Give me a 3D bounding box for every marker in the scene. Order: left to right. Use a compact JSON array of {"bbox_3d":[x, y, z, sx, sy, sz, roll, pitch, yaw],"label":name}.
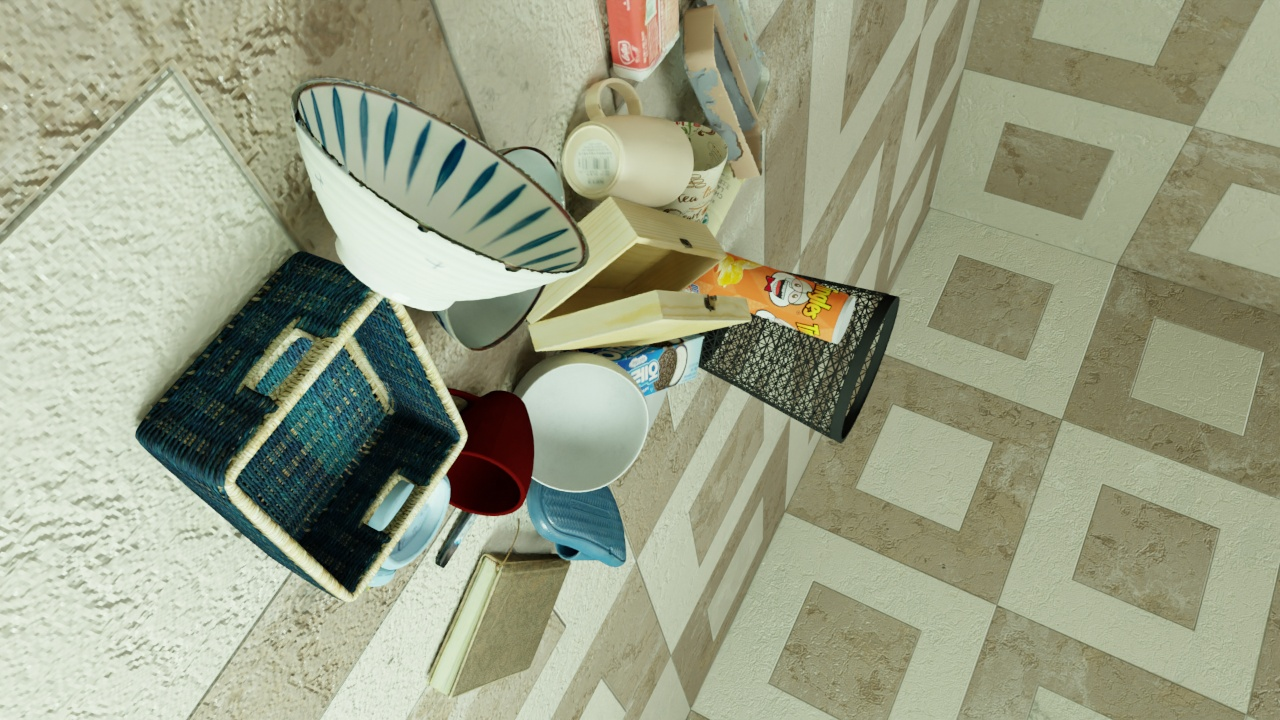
[{"bbox_3d":[-0.156,0.138,0.860,0.122,0.015,0.018,-60,156,-15],"label":"marker"}]

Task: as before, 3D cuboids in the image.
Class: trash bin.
[{"bbox_3d":[0.210,-0.029,1.306,0.216,0.243,0.217,-53,156,-37],"label":"trash bin"}]

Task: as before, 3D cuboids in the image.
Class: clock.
[{"bbox_3d":[-0.193,0.121,0.685,0.124,0.052,0.089,-58,160,-23],"label":"clock"}]

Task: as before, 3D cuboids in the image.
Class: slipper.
[{"bbox_3d":[-0.074,0.176,1.036,0.213,0.059,0.103,40,38,-57],"label":"slipper"}]

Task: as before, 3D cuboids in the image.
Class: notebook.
[{"bbox_3d":[-0.140,0.264,1.009,0.190,0.034,0.215,-67,161,-3],"label":"notebook"}]

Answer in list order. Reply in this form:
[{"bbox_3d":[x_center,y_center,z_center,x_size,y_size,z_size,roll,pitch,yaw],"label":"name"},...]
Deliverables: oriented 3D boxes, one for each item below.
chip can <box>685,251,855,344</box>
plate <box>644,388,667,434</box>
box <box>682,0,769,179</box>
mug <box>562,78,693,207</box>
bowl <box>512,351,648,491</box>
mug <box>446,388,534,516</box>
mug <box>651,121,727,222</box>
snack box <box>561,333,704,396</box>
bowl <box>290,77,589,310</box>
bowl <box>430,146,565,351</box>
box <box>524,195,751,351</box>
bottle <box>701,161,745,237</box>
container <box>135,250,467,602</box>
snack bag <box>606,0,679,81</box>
[{"bbox_3d":[0.160,-0.086,1.160,0.062,0.210,0.062,-53,156,-37],"label":"chip can"},{"bbox_3d":[-0.006,0.045,1.153,0.172,0.019,0.173,-53,156,-37],"label":"plate"},{"bbox_3d":[0.100,-0.308,0.965,0.216,0.058,0.153,46,47,-61],"label":"box"},{"bbox_3d":[-0.017,-0.188,0.796,0.104,0.085,0.111,-19,101,-58],"label":"mug"},{"bbox_3d":[-0.063,0.053,0.873,0.064,0.131,0.132,-125,-132,-66],"label":"bowl"},{"bbox_3d":[-0.133,0.061,0.764,0.114,0.087,0.088,53,36,-33],"label":"mug"},{"bbox_3d":[0.043,-0.199,0.966,0.097,0.081,0.121,100,-5,-50],"label":"mug"},{"bbox_3d":[-0.006,0.006,1.013,0.225,0.059,0.059,-15,120,-58],"label":"snack box"},{"bbox_3d":[-0.121,-0.077,0.515,0.071,0.177,0.177,-54,166,22],"label":"bowl"},{"bbox_3d":[-0.116,-0.086,0.656,0.150,0.057,0.151,-53,156,-36],"label":"bowl"},{"bbox_3d":[0.001,-0.054,0.856,0.141,0.123,0.248,-40,167,19],"label":"box"},{"bbox_3d":[0.068,-0.168,1.061,0.161,0.056,0.056,-62,160,-16],"label":"bottle"},{"bbox_3d":[-0.195,0.046,0.567,0.145,0.071,0.188,-58,158,-26],"label":"container"},{"bbox_3d":[0.002,-0.302,0.768,0.076,0.036,0.116,-57,158,-30],"label":"snack bag"}]
